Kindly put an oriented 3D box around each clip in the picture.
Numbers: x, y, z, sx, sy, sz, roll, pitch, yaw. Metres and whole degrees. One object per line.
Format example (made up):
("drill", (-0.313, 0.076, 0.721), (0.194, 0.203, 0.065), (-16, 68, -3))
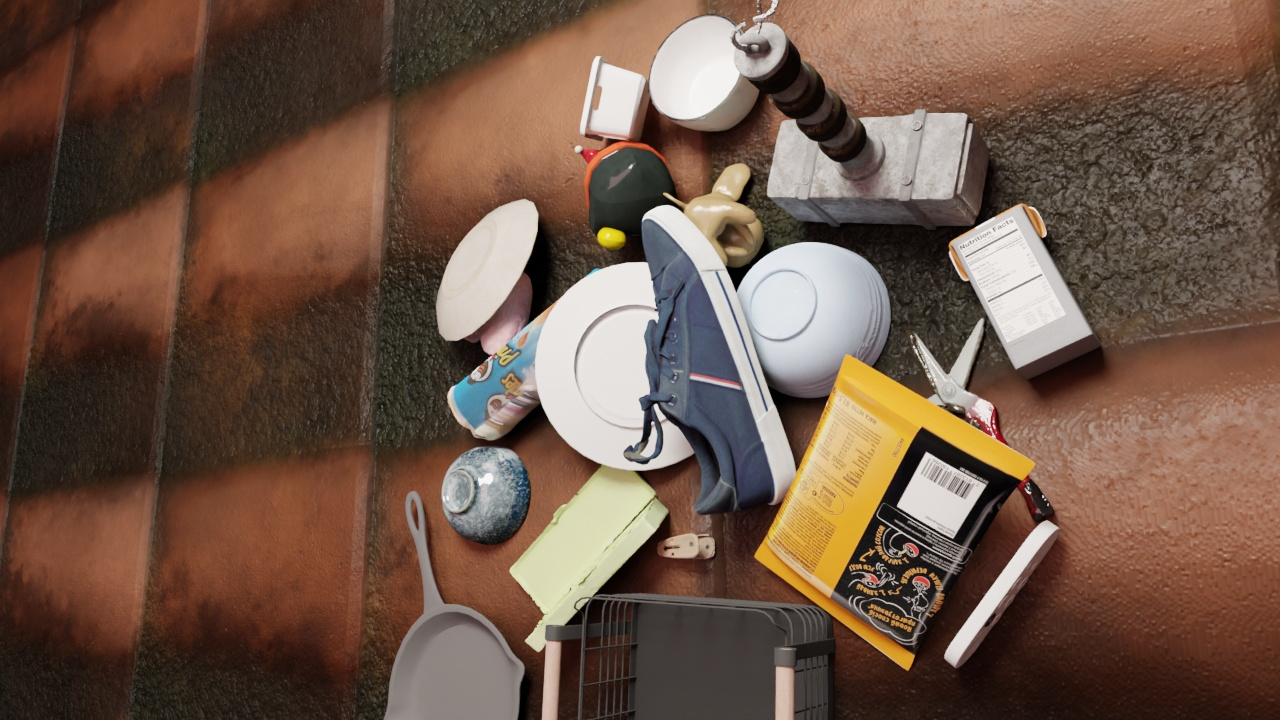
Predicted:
("clip", (0.039, 0.181, 0.884), (0.061, 0.041, 0.024), (-12, 71, 26))

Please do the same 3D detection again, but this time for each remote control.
("remote control", (0.282, 0.183, 0.716), (0.013, 0.043, 0.136), (38, 101, 34))

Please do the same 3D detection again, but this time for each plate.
("plate", (-0.189, -0.111, 1.066), (0.189, 0.027, 0.188), (-33, 40, 33))
("plate", (-0.006, 0.005, 0.913), (0.209, 0.015, 0.208), (0, 88, 10))

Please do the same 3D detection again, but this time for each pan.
("pan", (-0.220, 0.315, 1.037), (0.217, 0.024, 0.354), (-29, 65, 26))

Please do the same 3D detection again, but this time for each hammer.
("hammer", (0.144, -0.189, 0.719), (0.177, 0.325, 0.079), (8, 84, 35))

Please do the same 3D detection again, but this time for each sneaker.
("sneaker", (0.033, 0.005, 0.840), (0.127, 0.121, 0.294), (-17, 82, -14))

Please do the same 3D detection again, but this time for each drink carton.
("drink carton", (0.312, -0.056, 0.746), (0.076, 0.048, 0.124), (-30, 64, 25))

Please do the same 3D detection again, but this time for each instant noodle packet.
("instant noodle packet", (0.194, 0.126, 0.750), (0.160, 0.032, 0.221), (34, 122, 27))

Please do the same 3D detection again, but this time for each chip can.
("chip can", (-0.107, -0.002, 1.003), (0.230, 0.079, 0.079), (-38, 61, 21))

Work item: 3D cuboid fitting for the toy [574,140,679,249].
("toy", (-0.015, -0.186, 0.974), (0.119, 0.097, 0.100), (-117, 19, -52))

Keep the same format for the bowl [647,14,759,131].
("bowl", (0.073, -0.289, 0.950), (0.117, 0.065, 0.116), (-8, 75, 33))

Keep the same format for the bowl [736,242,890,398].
("bowl", (0.144, -0.044, 0.841), (0.151, 0.074, 0.150), (-8, 75, 32))

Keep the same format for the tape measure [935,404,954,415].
("tape measure", (0.224, 0.063, 0.766), (0.063, 0.038, 0.067), (18, 88, 36))

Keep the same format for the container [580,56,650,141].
("container", (-0.023, -0.272, 0.978), (0.049, 0.129, 0.081), (14, 103, 4))

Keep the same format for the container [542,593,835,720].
("container", (0.046, 0.292, 0.797), (0.242, 0.130, 0.162), (-5, 76, 33))

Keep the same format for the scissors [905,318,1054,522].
("scissors", (0.256, 0.068, 0.777), (0.180, 0.015, 0.198), (-42, 59, 19))

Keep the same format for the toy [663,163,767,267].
("toy", (0.075, -0.131, 0.895), (0.106, 0.108, 0.134), (34, 100, 7))

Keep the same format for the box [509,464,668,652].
("box", (-0.051, 0.199, 0.938), (0.188, 0.064, 0.130), (-50, 37, 14))

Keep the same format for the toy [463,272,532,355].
("toy", (-0.170, -0.056, 1.073), (0.105, 0.053, 0.108), (1, 75, 44))

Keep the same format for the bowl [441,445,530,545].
("bowl", (-0.186, 0.148, 1.031), (0.115, 0.060, 0.114), (-9, 73, 33))
